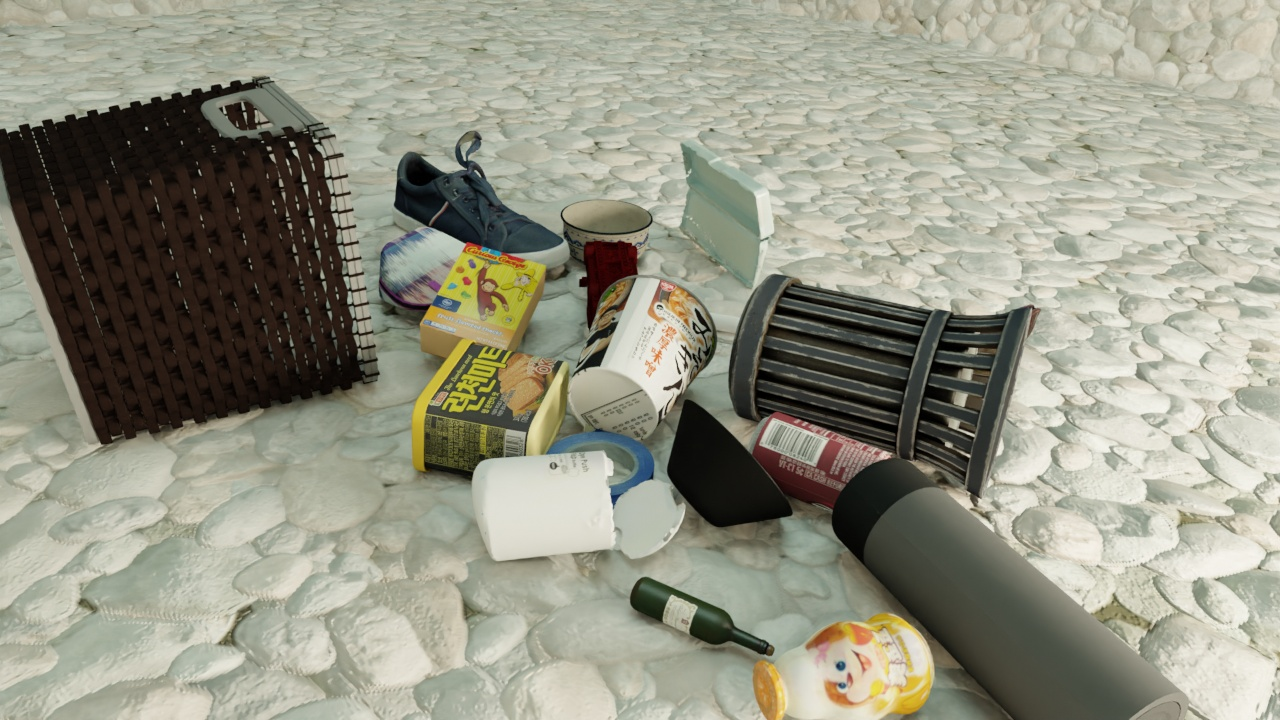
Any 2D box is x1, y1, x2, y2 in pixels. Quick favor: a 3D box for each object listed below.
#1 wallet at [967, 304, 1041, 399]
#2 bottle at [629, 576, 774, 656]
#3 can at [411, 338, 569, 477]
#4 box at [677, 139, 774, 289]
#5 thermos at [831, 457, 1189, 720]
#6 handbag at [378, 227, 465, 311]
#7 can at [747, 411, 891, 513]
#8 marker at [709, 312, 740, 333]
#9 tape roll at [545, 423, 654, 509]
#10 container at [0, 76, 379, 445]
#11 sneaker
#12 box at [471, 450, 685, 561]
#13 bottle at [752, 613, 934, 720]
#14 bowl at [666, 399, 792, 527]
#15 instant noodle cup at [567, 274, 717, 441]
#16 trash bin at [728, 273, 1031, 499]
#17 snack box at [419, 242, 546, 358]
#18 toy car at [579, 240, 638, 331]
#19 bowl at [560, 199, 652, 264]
[{"bbox_3d":[0.340,-0.002,0.908,0.119,0.100,0.031,-18,44,-33],"label":"wallet"},{"bbox_3d":[0.043,0.179,0.634,0.106,0.025,0.025,18,33,23],"label":"bottle"},{"bbox_3d":[-0.126,0.045,0.798,0.101,0.073,0.130,11,31,6],"label":"can"},{"bbox_3d":[0.105,-0.190,1.162,0.043,0.136,0.197,-15,35,-19],"label":"box"},{"bbox_3d":[0.235,0.166,0.624,0.082,0.082,0.240,-11,34,-24],"label":"thermos"},{"bbox_3d":[-0.199,-0.082,1.025,0.170,0.068,0.144,24,36,19],"label":"handbag"},{"bbox_3d":[0.149,0.089,0.763,0.114,0.063,0.063,20,34,25],"label":"can"},{"bbox_3d":[0.085,-0.043,1.025,0.141,0.020,0.020,11,31,11],"label":"marker"},{"bbox_3d":[-0.035,0.093,0.779,0.091,0.016,0.092,19,34,24],"label":"tape roll"},{"bbox_3d":[-0.413,-0.096,0.838,0.243,0.246,0.247,-19,37,-28],"label":"container"},{"bbox_3d":[-0.205,-0.203,1.162,0.295,0.127,0.120,27,38,30],"label":"sneaker"},{"bbox_3d":[-0.043,0.110,0.694,0.161,0.092,0.081,-6,28,-2],"label":"box"},{"bbox_3d":[0.126,0.197,0.576,0.108,0.063,0.063,-6,32,-17],"label":"bottle"},{"bbox_3d":[0.058,0.094,0.729,0.052,0.124,0.124,-41,44,-8],"label":"bowl"},{"bbox_3d":[-0.005,0.005,0.848,0.124,0.124,0.121,13,41,15],"label":"instant noodle cup"},{"bbox_3d":[0.207,0.011,0.816,0.228,0.164,0.163,14,32,24],"label":"trash bin"},{"bbox_3d":[-0.160,-0.055,0.943,0.088,0.040,0.125,17,50,3],"label":"snack box"},{"bbox_3d":[-0.030,-0.077,1.026,0.070,0.062,0.169,1,30,-7],"label":"toy car"},{"bbox_3d":[-0.044,-0.156,1.161,0.115,0.059,0.115,3,30,-2],"label":"bowl"}]
